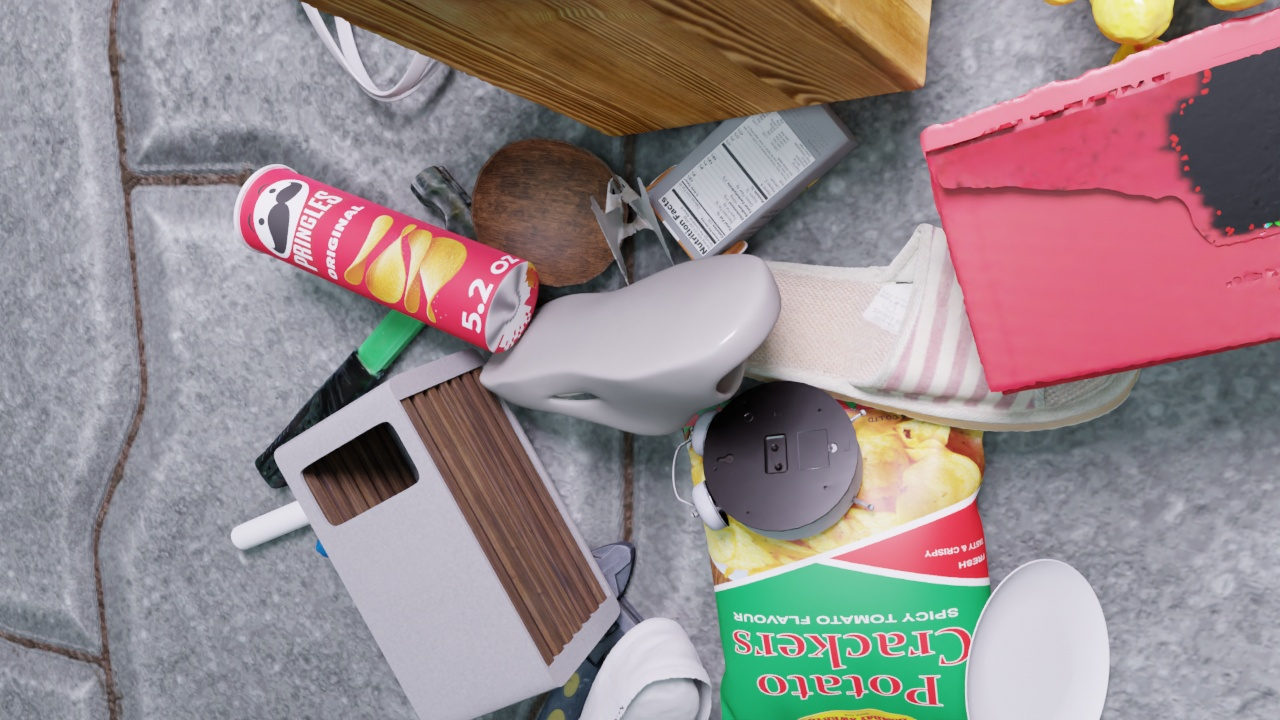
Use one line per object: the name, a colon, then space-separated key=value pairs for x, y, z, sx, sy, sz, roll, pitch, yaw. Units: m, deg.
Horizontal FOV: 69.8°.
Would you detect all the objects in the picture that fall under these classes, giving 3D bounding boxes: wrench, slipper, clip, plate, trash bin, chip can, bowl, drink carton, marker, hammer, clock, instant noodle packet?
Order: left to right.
marker: x=-0.307 y=0.138 z=0.807 sx=0.133 sy=0.027 sz=0.023 roll=-23 pitch=87 yaw=24
hammer: x=-0.218 y=0.001 z=0.745 sx=0.319 sy=0.032 sz=0.130 roll=-43 pitch=83 yaw=23
chip can: x=-0.183 y=-0.075 z=0.660 sx=0.221 sy=0.069 sz=0.069 roll=22 pitch=107 yaw=18
trash bin: x=-0.134 y=0.125 z=0.661 sx=0.115 sy=0.114 sz=0.229 roll=-28 pitch=91 yaw=24
bowl: x=-0.063 y=-0.107 z=0.659 sx=0.114 sy=0.026 sz=0.102 roll=16 pitch=105 yaw=6
wrench: x=-0.056 y=0.262 z=0.732 sx=0.073 sy=0.022 sz=0.274 roll=27 pitch=108 yaw=15
slipper: x=-0.017 y=0.293 z=0.687 sx=0.112 sy=0.074 sz=0.247 roll=16 pitch=118 yaw=-5
clip: x=-0.008 y=-0.092 z=0.608 sx=0.052 sy=0.102 sz=0.057 roll=25 pitch=73 yaw=23
slipper: x=-0.004 y=0.003 z=0.603 sx=0.267 sy=0.112 sz=0.080 roll=-9 pitch=126 yaw=47
drink carton: x=0.070 y=-0.123 z=0.595 sx=0.125 sy=0.048 sz=0.076 roll=-40 pitch=84 yaw=23
clock: x=0.078 y=0.064 z=0.567 sx=0.123 sy=0.035 sz=0.094 roll=-9 pitch=63 yaw=21
instant noodle packet: x=0.133 y=0.145 z=0.596 sx=0.196 sy=0.090 sz=0.252 roll=-7 pitch=91 yaw=21
slipper: x=0.161 y=-0.025 z=0.559 sx=0.263 sy=0.052 sz=0.115 roll=6 pitch=73 yaw=24
plate: x=0.239 y=0.188 z=0.556 sx=0.011 sy=0.134 sz=0.134 roll=-3 pitch=101 yaw=59

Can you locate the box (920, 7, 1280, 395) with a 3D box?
box: x=0.275 y=-0.081 z=0.467 sx=0.214 sy=0.152 sz=0.165 roll=-15 pitch=101 yaw=30

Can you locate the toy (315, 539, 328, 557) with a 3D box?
toy: x=-0.200 y=0.171 z=0.746 sx=0.113 sy=0.070 sz=0.176 roll=-41 pitch=73 yaw=29

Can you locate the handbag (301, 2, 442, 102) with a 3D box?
handbag: x=-0.175 y=-0.296 z=0.641 sx=0.216 sy=0.095 sz=0.223 roll=9 pitch=108 yaw=22

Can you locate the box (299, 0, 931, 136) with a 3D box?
box: x=0.019 y=-0.318 z=0.441 sx=0.287 sy=0.278 sz=0.334 roll=5 pitch=87 yaw=39

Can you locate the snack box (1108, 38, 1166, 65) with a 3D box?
snack box: x=0.292 y=-0.121 z=0.488 sx=0.106 sy=0.083 sz=0.061 roll=28 pitch=108 yaw=16

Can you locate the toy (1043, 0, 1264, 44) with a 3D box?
toy: x=0.259 y=-0.231 z=0.442 sx=0.134 sy=0.207 sz=0.092 roll=-9 pitch=134 yaw=37
